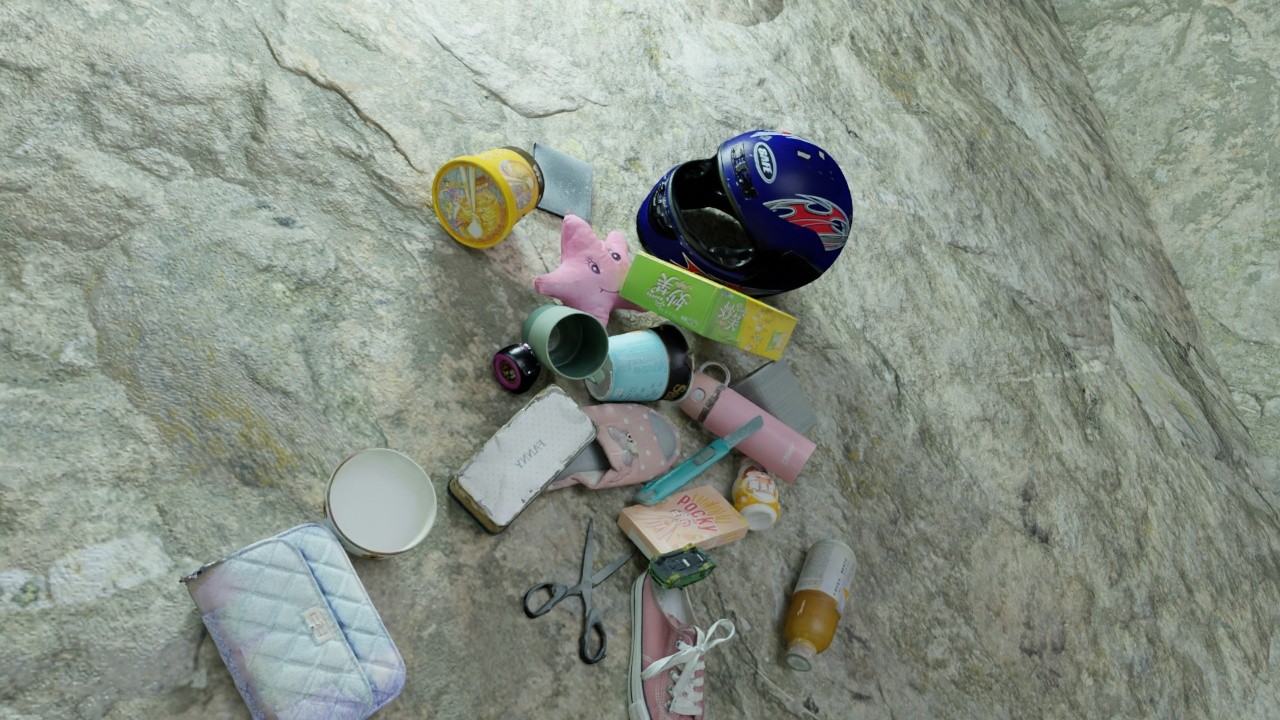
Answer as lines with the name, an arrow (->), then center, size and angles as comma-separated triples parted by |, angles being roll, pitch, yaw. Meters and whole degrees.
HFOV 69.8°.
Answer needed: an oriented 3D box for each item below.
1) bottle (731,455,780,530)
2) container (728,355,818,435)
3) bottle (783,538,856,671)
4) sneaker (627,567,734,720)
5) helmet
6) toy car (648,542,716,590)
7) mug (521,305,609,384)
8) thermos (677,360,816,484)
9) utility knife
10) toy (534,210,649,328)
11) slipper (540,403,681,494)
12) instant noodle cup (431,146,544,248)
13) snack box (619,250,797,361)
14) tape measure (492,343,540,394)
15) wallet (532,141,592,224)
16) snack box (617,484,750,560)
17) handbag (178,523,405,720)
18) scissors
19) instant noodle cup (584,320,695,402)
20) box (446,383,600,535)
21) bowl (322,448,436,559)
bottle -> 0.156, 0.178, 1.253 | 0.063, 0.063, 0.108 | 28, 35, -20
container -> 0.185, 0.070, 1.327 | 0.090, 0.090, 0.114 | -30, 87, -44
bottle -> 0.234, 0.323, 1.216 | 0.068, 0.068, 0.189 | 41, 46, -9
sneaker -> 0.042, 0.344, 1.043 | 0.118, 0.088, 0.240 | 15, 54, -30
helmet -> 0.179, -0.234, 1.407 | 0.314, 0.241, 0.247 | 7, 58, -34
toy car -> 0.048, 0.245, 1.076 | 0.091, 0.036, 0.043 | -2, 38, -44
mug -> -0.089, -0.016, 1.151 | 0.082, 0.106, 0.112 | -45, 115, -13
thermos -> 0.147, 0.080, 1.260 | 0.198, 0.067, 0.087 | 35, 89, 13
utility knife -> 0.080, 0.127, 1.184 | 0.216, 0.013, 0.029 | -31, 68, -25
toy -> -0.070, -0.118, 1.253 | 0.194, 0.075, 0.178 | -32, 98, -46
slipper -> -0.054, 0.107, 1.142 | 0.273, 0.055, 0.114 | -5, 67, -37
instant noodle cup -> -0.194, -0.222, 1.207 | 0.118, 0.119, 0.114 | 47, 37, -4
snack box -> 0.096, -0.073, 1.264 | 0.158, 0.070, 0.209 | 28, 8, 37
tape measure -> -0.151, 0.008, 1.128 | 0.058, 0.057, 0.039 | 48, 47, 13
wallet -> -0.117, -0.259, 1.352 | 0.097, 0.019, 0.120 | 17, 55, -26
snack box -> 0.056, 0.206, 1.158 | 0.157, 0.026, 0.084 | -9, 40, -40
handbag -> -0.312, 0.252, 0.841 | 0.133, 0.076, 0.194 | -25, 79, -43
scissors -> -0.062, 0.267, 1.065 | 0.180, 0.014, 0.159 | -9, 69, -41
instant noodle cup -> -0.007, 0.007, 1.212 | 0.120, 0.111, 0.111 | -6, 67, -32
box -> -0.136, 0.116, 1.038 | 0.184, 0.060, 0.090 | -42, 88, -23
bowl -> -0.274, 0.153, 0.941 | 0.113, 0.062, 0.113 | 19, 53, -29
